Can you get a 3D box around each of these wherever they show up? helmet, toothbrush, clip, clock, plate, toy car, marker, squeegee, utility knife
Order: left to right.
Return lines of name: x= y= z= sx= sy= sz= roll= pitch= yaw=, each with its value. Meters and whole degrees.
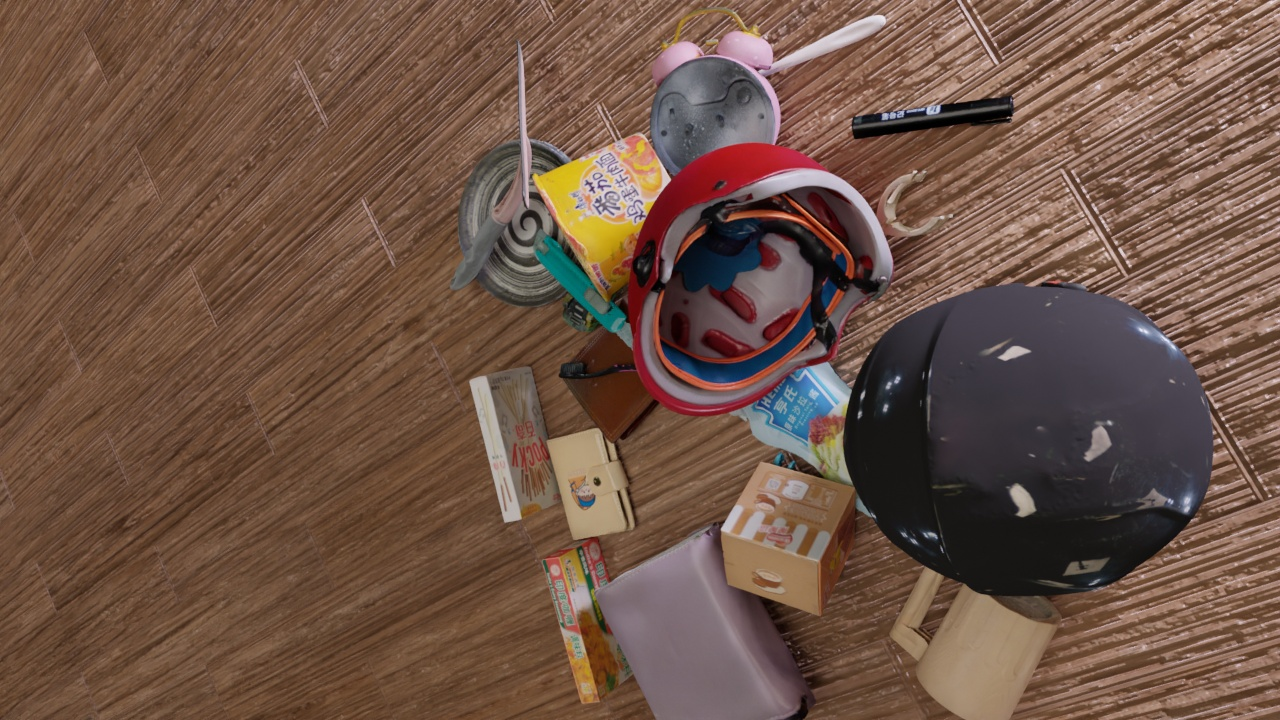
squeegee: x=-0.148 y=-0.156 z=0.947 sx=0.250 sy=0.040 sz=0.247 roll=124 pitch=149 yaw=-42
plate: x=-0.121 y=-0.147 z=0.990 sx=0.180 sy=0.024 sz=0.179 roll=5 pitch=101 yaw=30
utility knife: x=-0.044 y=-0.060 z=0.918 sx=0.216 sy=0.013 sz=0.029 roll=45 pitch=103 yaw=24
toy car: x=-0.045 y=-0.073 z=0.948 sx=0.043 sy=0.036 sz=0.091 roll=34 pitch=103 yaw=28
toothbrush: x=-0.005 y=0.005 z=0.917 sx=0.190 sy=0.014 sz=0.017 roll=-5 pitch=78 yaw=32
clock: x=0.069 y=-0.237 z=0.833 sx=0.117 sy=0.059 sz=0.158 roll=-3 pitch=110 yaw=25
helmet: x=0.081 y=-0.081 z=0.791 sx=0.241 sy=0.206 sz=0.143 roll=-53 pitch=35 yaw=27
clip: x=0.134 y=0.111 z=0.877 sx=0.043 sy=0.014 sz=0.057 roll=29 pitch=137 yaw=25
toothbrush: x=0.136 y=-0.272 z=0.836 sx=0.180 sy=0.016 sz=0.016 roll=-17 pitch=103 yaw=28
clip: x=0.215 y=-0.132 z=0.800 sx=0.103 sy=0.034 sz=0.093 roll=-4 pitch=99 yaw=37
marker: x=0.246 y=-0.205 z=0.780 sx=0.132 sy=0.020 sz=0.022 roll=-1 pitch=125 yaw=28
helmet: x=0.292 y=0.060 z=0.683 sx=0.275 sy=0.230 sz=0.233 roll=-9 pitch=94 yaw=10

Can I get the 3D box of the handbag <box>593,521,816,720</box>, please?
handbag: x=0.064 y=0.276 z=0.901 sx=0.145 sy=0.098 sz=0.197 roll=-34 pitch=79 yaw=30

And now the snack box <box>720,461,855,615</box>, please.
snack box: x=0.136 y=0.160 z=0.834 sx=0.093 sy=0.094 sz=0.077 roll=13 pitch=133 yaw=27

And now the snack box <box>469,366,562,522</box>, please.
snack box: x=-0.133 y=0.088 z=0.993 sx=0.027 sy=0.084 sz=0.157 roll=-14 pitch=90 yaw=28

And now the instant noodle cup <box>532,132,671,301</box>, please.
instant noodle cup: x=-0.020 y=-0.140 z=0.865 sx=0.110 sy=0.138 sz=0.138 roll=-30 pitch=81 yaw=3

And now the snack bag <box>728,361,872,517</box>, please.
snack bag: x=0.169 y=0.054 z=0.848 sx=0.191 sy=0.038 sz=0.110 roll=36 pitch=124 yaw=21

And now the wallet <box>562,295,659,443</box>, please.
wallet: x=-0.018 y=0.010 z=0.950 sx=0.101 sy=0.032 sz=0.125 roll=50 pitch=116 yaw=17

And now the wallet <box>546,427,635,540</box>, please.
wallet: x=-0.052 y=0.133 z=0.990 sx=0.087 sy=0.024 sz=0.115 roll=-16 pitch=88 yaw=29

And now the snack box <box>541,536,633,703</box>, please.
snack box: x=-0.055 y=0.275 z=0.979 sx=0.027 sy=0.076 sz=0.155 roll=-17 pitch=88 yaw=30

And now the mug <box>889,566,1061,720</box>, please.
mug: x=0.284 y=0.232 z=0.792 sx=0.124 sy=0.084 sz=0.104 roll=40 pitch=115 yaw=48
